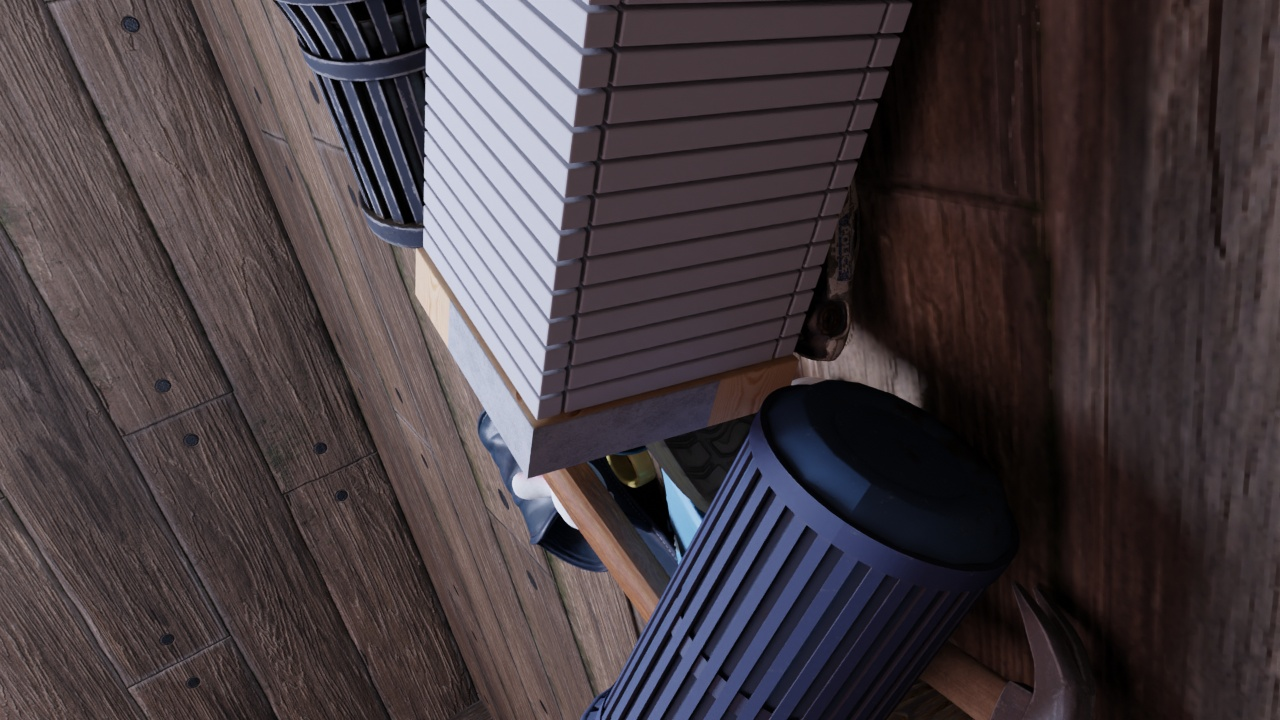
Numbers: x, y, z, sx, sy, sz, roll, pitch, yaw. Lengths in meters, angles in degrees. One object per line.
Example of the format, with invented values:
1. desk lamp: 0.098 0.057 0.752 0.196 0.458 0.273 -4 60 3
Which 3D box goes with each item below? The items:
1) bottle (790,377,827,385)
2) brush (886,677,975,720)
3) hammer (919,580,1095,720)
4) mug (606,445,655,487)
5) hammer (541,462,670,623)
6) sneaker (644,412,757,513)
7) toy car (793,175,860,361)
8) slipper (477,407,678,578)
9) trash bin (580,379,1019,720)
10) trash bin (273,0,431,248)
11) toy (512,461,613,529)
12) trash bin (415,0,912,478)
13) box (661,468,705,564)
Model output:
1. bottle: 0.097 0.081 0.542 0.051 0.051 0.146 40 139 45
2. brush: 0.183 0.224 0.518 0.272 0.056 0.083 7 122 64
3. hammer: 0.131 0.147 0.548 0.331 0.030 0.119 26 98 68
4. mug: -0.026 0.050 0.752 0.113 0.083 0.107 67 157 -4
5. hammer: 0.012 0.175 0.682 0.300 0.037 0.158 52 162 15
6. sneaker: -0.003 0.004 0.622 0.143 0.100 0.238 -33 78 60
7. toy car: 0.086 -0.056 0.451 0.048 0.040 0.113 25 123 57
8. slipper: -0.066 0.136 0.843 0.265 0.083 0.109 42 132 14
9. trash bin: 0.072 0.139 0.465 0.139 0.139 0.250 46 125 37
10. trash bin: -0.177 -0.213 0.706 0.164 0.164 0.228 45 156 39
11. toy: -0.055 0.112 0.775 0.125 0.037 0.076 29 129 26
12. trash bin: -0.004 -0.101 0.398 0.142 0.142 0.247 51 143 39
13. box: 0.072 0.188 0.682 0.232 0.033 0.174 79 164 -47
